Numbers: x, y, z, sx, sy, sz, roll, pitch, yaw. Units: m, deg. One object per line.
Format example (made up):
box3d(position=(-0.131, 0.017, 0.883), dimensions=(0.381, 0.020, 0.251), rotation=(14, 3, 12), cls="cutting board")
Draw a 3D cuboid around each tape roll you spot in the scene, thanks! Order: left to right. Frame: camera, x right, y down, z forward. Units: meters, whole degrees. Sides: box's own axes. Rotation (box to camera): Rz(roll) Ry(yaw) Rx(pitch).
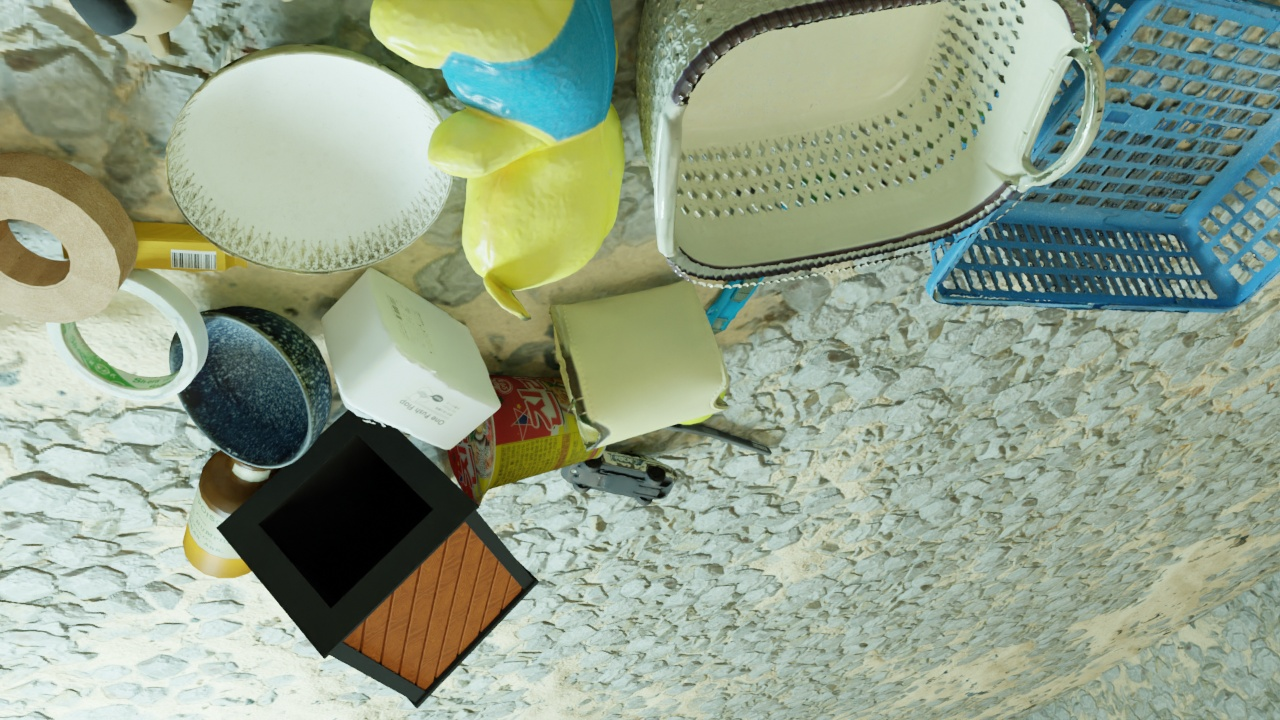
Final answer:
box3d(position=(-0.333, -0.066, 0.508), dimensions=(0.094, 0.027, 0.094), rotation=(-2, 129, -2), cls="tape roll")
box3d(position=(-0.321, -0.017, 0.576), dimensions=(0.094, 0.018, 0.094), rotation=(2, 123, 2), cls="tape roll")

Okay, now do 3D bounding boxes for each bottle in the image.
box3d(position=(-0.313, 0.105, 0.724), dimensions=(0.067, 0.067, 0.157), rotation=(7, 136, -31), cls="bottle")

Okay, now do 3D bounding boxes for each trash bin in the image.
box3d(position=(-0.197, 0.155, 0.725), dimensions=(0.139, 0.140, 0.172), rotation=(-45, 152, -16), cls="trash bin")

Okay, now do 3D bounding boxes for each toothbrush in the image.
box3d(position=(0.075, 0.074, 0.903), dimensions=(0.167, 0.012, 0.013), rotation=(21, 120, -41), cls="toothbrush")

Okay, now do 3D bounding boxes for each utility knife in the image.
box3d(position=(0.090, -0.075, 0.720), dimensions=(0.031, 0.015, 0.175), rotation=(0, 138, -31), cls="utility knife")

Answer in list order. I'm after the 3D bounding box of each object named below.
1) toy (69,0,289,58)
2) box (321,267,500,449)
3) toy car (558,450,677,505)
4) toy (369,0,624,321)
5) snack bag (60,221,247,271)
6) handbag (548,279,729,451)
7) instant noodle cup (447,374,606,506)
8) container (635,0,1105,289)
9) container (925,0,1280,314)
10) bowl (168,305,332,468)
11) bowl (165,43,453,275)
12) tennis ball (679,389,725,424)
box3d(position=(-0.202, -0.185, 0.390), dimensions=(0.108, 0.105, 0.134), rotation=(-11, 148, 7), cls="toy")
box3d(position=(-0.174, 0.011, 0.637), dimensions=(0.095, 0.102, 0.107), rotation=(-40, 140, 9), cls="box")
box3d(position=(-0.022, 0.106, 0.883), dimensions=(0.112, 0.040, 0.049), rotation=(13, 135, -11), cls="toy car")
box3d(position=(-0.054, -0.122, 0.494), dimensions=(0.084, 0.148, 0.214), rotation=(21, 143, 18), cls="toy")
box3d(position=(-0.291, -0.069, 0.553), dimensions=(0.099, 0.020, 0.026), rotation=(0, 134, -23), cls="snack bag")
box3d(position=(-0.004, 0.004, 0.696), dimensions=(0.119, 0.111, 0.081), rotation=(-13, 143, -9), cls="handbag")
box3d(position=(-0.090, 0.051, 0.743), dimensions=(0.112, 0.100, 0.101), rotation=(-6, 142, -31), cls="instant noodle cup")
box3d(position=(0.112, -0.151, 0.526), dimensions=(0.251, 0.143, 0.185), rotation=(-12, 144, -10), cls="container")
box3d(position=(0.400, -0.156, 0.690), dimensions=(0.361, 0.089, 0.258), rotation=(0, 139, -24), cls="container")
box3d(position=(-0.254, 0.010, 0.624), dimensions=(0.114, 0.060, 0.114), rotation=(9, 118, 17), cls="bowl")
box3d(position=(-0.178, -0.120, 0.502), dimensions=(0.145, 0.063, 0.145), rotation=(-11, 142, -9), cls="bowl")
box3d(position=(0.039, 0.021, 0.775), dimensions=(0.065, 0.065, 0.065), rotation=(-12, 143, -10), cls="tennis ball")
